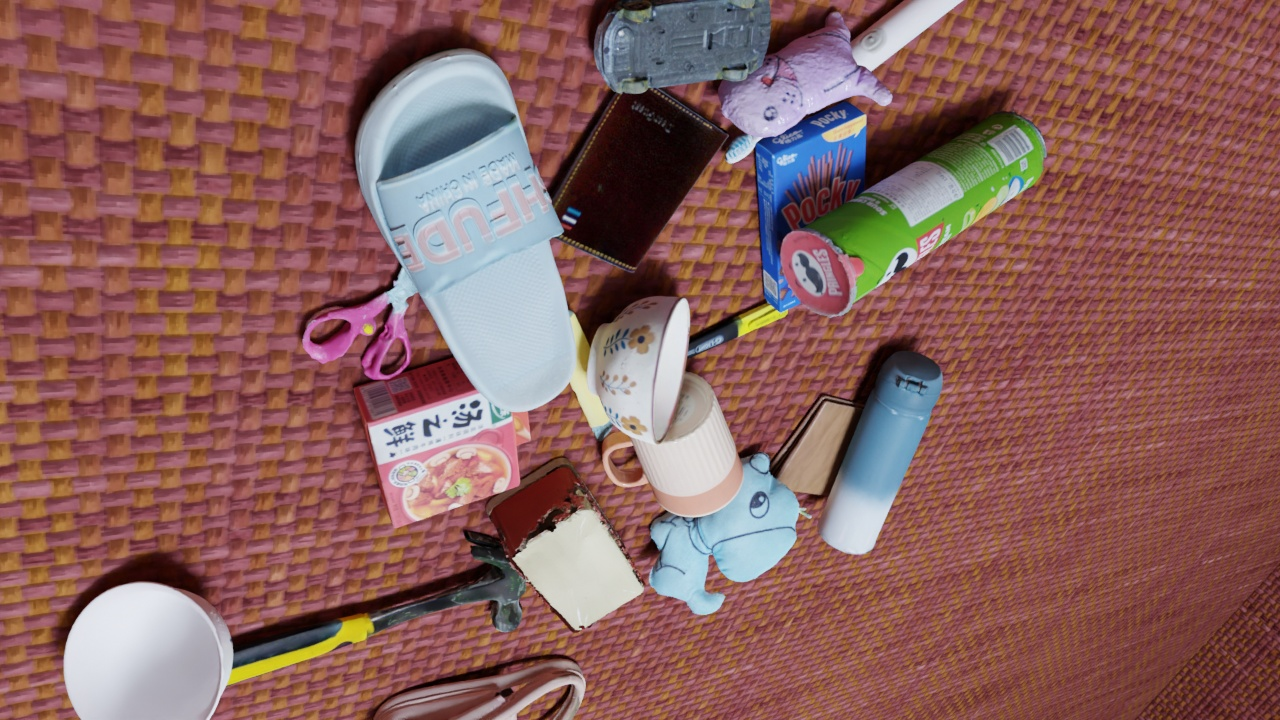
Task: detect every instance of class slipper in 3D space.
[{"bbox_3d":[-0.095,-0.064,0.567,0.104,0.074,0.246,-25,125,-14],"label":"slipper"}]

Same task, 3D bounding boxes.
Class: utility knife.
[{"bbox_3d":[-0.046,0.015,0.730,0.031,0.019,0.173,-26,135,-6],"label":"utility knife"}]

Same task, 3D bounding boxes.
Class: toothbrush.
[{"bbox_3d":[0.149,-0.211,0.655,0.221,0.026,0.026,-37,159,1],"label":"toothbrush"}]

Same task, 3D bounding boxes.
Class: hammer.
[{"bbox_3d":[-0.250,0.225,0.768,0.322,0.032,0.126,-12,132,-24],"label":"hammer"}]

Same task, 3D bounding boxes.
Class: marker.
[{"bbox_3d":[0.070,-0.022,0.776,0.124,0.015,0.018,-25,133,-11],"label":"marker"}]

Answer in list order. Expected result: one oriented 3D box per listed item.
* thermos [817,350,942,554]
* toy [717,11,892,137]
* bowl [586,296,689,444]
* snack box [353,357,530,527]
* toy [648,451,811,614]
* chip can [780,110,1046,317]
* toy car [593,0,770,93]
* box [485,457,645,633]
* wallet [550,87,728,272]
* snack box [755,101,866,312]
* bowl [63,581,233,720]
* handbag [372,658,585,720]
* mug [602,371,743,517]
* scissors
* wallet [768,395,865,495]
[{"bbox_3d":[0.244,0.095,0.936,0.070,0.070,0.221,-4,123,-31],"label":"thermos"},{"bbox_3d":[0.105,-0.185,0.618,0.108,0.083,0.039,-24,157,-7],"label":"toy"},{"bbox_3d":[-0.004,0.004,0.700,0.062,0.113,0.114,9,133,11],"label":"bowl"},{"bbox_3d":[-0.137,0.055,0.684,0.127,0.044,0.113,-18,134,-20],"label":"snack box"},{"bbox_3d":[0.087,0.169,0.898,0.156,0.050,0.161,1,88,4],"label":"toy"},{"bbox_3d":[0.217,-0.119,0.716,0.235,0.072,0.072,-32,139,-24],"label":"chip can"},{"bbox_3d":[0.027,-0.202,0.575,0.120,0.037,0.054,-16,131,-21],"label":"toy car"},{"bbox_3d":[-0.058,0.173,0.814,0.091,0.079,0.168,-32,138,-5],"label":"box"},{"bbox_3d":[-0.006,-0.126,0.634,0.096,0.020,0.122,20,111,-42],"label":"wallet"},{"bbox_3d":[0.136,-0.117,0.727,0.084,0.026,0.157,-26,136,-14],"label":"snack box"},{"bbox_3d":[-0.340,0.212,0.663,0.118,0.118,0.064,-41,176,4],"label":"bowl"},{"bbox_3d":[-0.155,0.392,0.951,0.233,0.093,0.194,-21,135,-29],"label":"handbag"},{"bbox_3d":[0.023,0.075,0.789,0.115,0.081,0.106,-12,135,10],"label":"mug"},{"bbox_3d":[-0.156,-0.038,0.615,0.137,0.017,0.096,-41,136,-1],"label":"scissors"},{"bbox_3d":[0.189,0.090,0.950,0.101,0.020,0.115,12,117,-41],"label":"wallet"}]
